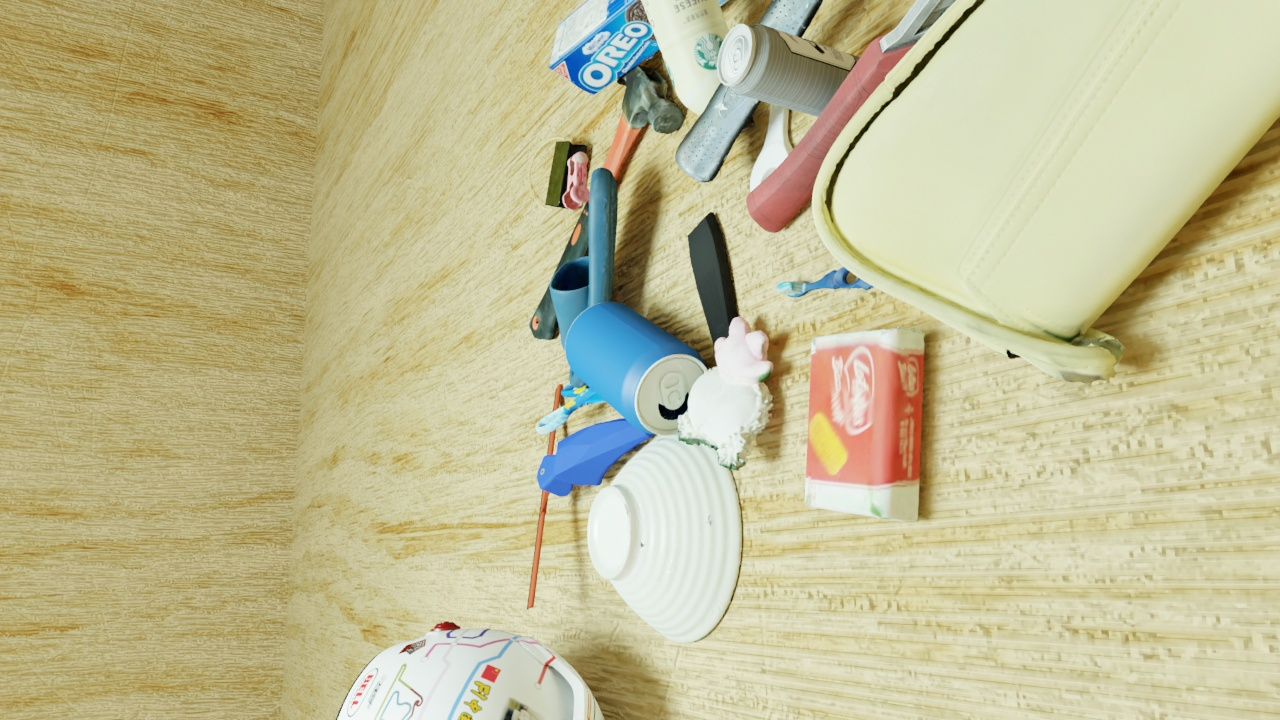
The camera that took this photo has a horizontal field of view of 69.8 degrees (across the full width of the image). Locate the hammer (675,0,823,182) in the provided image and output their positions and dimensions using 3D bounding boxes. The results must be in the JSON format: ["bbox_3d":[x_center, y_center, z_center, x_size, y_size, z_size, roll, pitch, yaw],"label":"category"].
[{"bbox_3d":[0.104,-0.255,0.608,0.140,0.036,0.327,41,132,8],"label":"hammer"}]

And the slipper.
[{"bbox_3d":[-0.054,-0.079,0.877,0.103,0.059,0.214,-87,5,-68],"label":"slipper"}]

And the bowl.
[{"bbox_3d":[0.004,0.141,0.753,0.178,0.070,0.177,-18,69,58],"label":"bowl"}]

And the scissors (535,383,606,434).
[{"bbox_3d":[-0.058,0.040,0.888,0.104,0.019,0.132,-50,20,-22],"label":"scissors"}]

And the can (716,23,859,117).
[{"bbox_3d":[0.104,-0.185,0.595,0.044,0.106,0.044,-19,69,59],"label":"can"}]

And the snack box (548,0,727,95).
[{"bbox_3d":[0.003,-0.315,0.817,0.227,0.059,0.059,-15,59,50],"label":"snack box"}]

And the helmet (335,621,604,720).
[{"bbox_3d":[-0.137,0.368,0.801,0.315,0.236,0.230,102,-170,-50],"label":"helmet"}]

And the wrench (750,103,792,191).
[{"bbox_3d":[0.111,-0.253,0.696,0.047,0.009,0.273,4,88,61],"label":"wrench"}]

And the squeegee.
[{"bbox_3d":[-0.054,0.094,0.878,0.185,0.055,0.248,-31,43,41],"label":"squeegee"}]

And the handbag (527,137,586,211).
[{"bbox_3d":[-0.104,-0.218,1.069,0.178,0.027,0.084,-150,69,-65],"label":"handbag"}]

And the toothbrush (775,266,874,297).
[{"bbox_3d":[0.135,-0.054,0.609,0.132,0.016,0.021,-6,82,61],"label":"toothbrush"}]

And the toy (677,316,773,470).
[{"bbox_3d":[0.071,0.023,0.687,0.096,0.041,0.109,29,104,58],"label":"toy"}]

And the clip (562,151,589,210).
[{"bbox_3d":[-0.066,-0.181,0.932,0.037,0.022,0.058,-18,66,63],"label":"clip"}]

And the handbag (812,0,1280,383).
[{"bbox_3d":[0.205,-0.111,0.437,0.191,0.088,0.233,52,131,29],"label":"handbag"}]

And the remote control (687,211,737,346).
[{"bbox_3d":[0.060,-0.062,0.750,0.039,0.010,0.124,-44,49,49],"label":"remote control"}]

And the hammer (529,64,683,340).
[{"bbox_3d":[-0.053,-0.149,0.953,0.334,0.033,0.133,-62,37,35],"label":"hammer"}]

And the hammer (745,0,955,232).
[{"bbox_3d":[0.144,-0.169,0.548,0.317,0.126,0.036,126,141,-60],"label":"hammer"}]

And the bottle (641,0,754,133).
[{"bbox_3d":[0.041,-0.250,0.712,0.057,0.056,0.162,-4,112,61],"label":"bottle"}]

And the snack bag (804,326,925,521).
[{"bbox_3d":[0.137,0.039,0.567,0.077,0.036,0.116,-5,81,61],"label":"snack bag"}]

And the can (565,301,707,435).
[{"bbox_3d":[-0.005,0.005,0.784,0.146,0.078,0.079,37,116,57],"label":"can"}]
